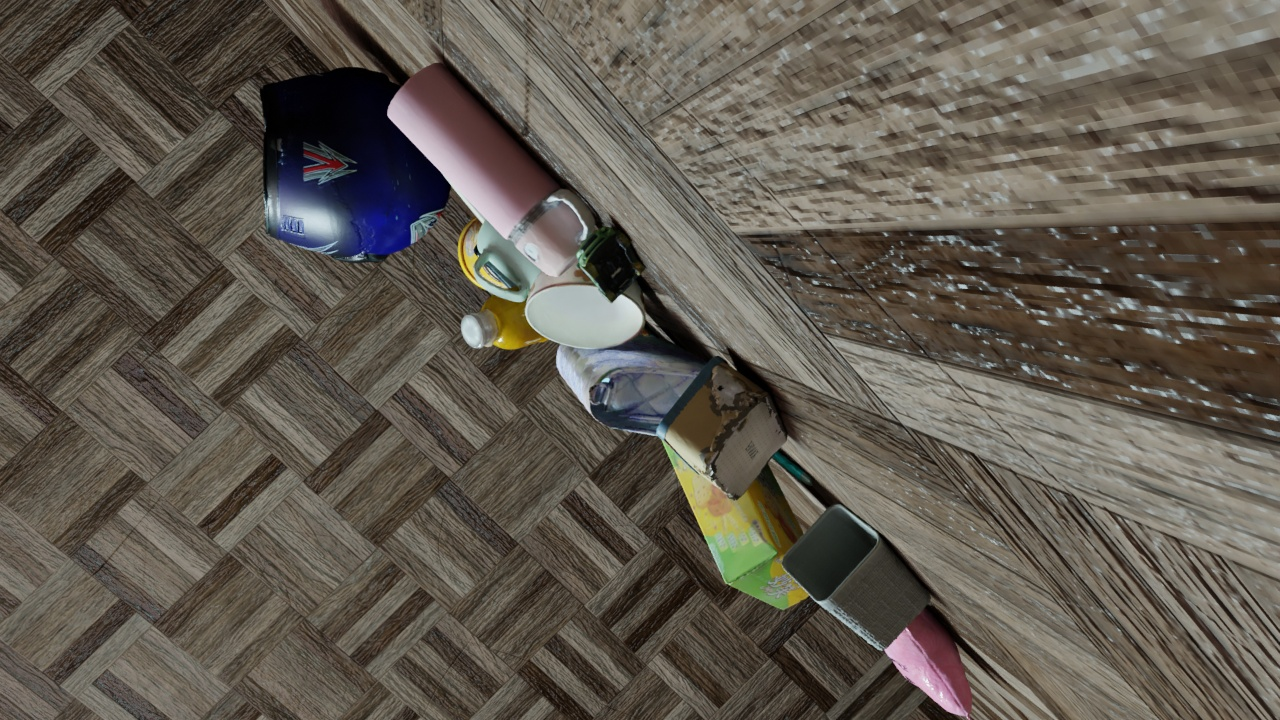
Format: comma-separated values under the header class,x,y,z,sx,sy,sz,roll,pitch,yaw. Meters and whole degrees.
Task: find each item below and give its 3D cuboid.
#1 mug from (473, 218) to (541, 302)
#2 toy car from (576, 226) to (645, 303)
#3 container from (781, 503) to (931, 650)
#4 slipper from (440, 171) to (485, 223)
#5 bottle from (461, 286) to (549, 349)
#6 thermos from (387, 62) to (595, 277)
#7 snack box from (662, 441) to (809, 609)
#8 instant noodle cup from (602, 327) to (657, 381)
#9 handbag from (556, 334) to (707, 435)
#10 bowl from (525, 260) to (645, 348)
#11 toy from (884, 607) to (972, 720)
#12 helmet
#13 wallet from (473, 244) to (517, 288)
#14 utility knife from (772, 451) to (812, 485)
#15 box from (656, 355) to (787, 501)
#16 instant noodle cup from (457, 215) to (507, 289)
class,x,y,z,sx,sy,sz,roll,pitch,yaw
mug,-0.113,-0.102,0.943,0.106,0.111,0.082,43,155,18
toy car,-0.027,-0.079,0.739,0.036,0.043,0.091,45,177,17
container,0.224,0.225,0.939,0.114,0.090,0.090,44,179,-26
slipper,-0.144,-0.151,1.135,0.274,0.054,0.114,49,178,-37
bottle,-0.111,-0.055,1.004,0.189,0.068,0.068,-22,-122,-44
thermos,-0.118,-0.161,0.771,0.198,0.067,0.087,46,147,-1
snack box,0.120,0.171,1.068,0.157,0.070,0.209,37,-157,-50
instant noodle cup,-0.007,0.007,1.121,0.120,0.111,0.111,33,170,36
handbag,-0.007,0.020,0.944,0.134,0.075,0.194,7,-170,-15
bowl,-0.049,-0.064,0.873,0.113,0.114,0.062,49,-142,-50
toy,0.329,0.339,1.072,0.194,0.074,0.178,48,-175,-40
helmet,-0.378,-0.257,1.224,0.240,0.247,0.316,0,-169,-23
wallet,-0.128,-0.123,1.031,0.019,0.097,0.121,11,154,38
utility knife,0.128,0.084,1.055,0.216,0.013,0.029,39,175,45
box,0.078,0.066,0.811,0.060,0.089,0.184,38,173,21
instant noodle cup,-0.184,-0.152,1.268,0.118,0.118,0.114,47,169,-19
